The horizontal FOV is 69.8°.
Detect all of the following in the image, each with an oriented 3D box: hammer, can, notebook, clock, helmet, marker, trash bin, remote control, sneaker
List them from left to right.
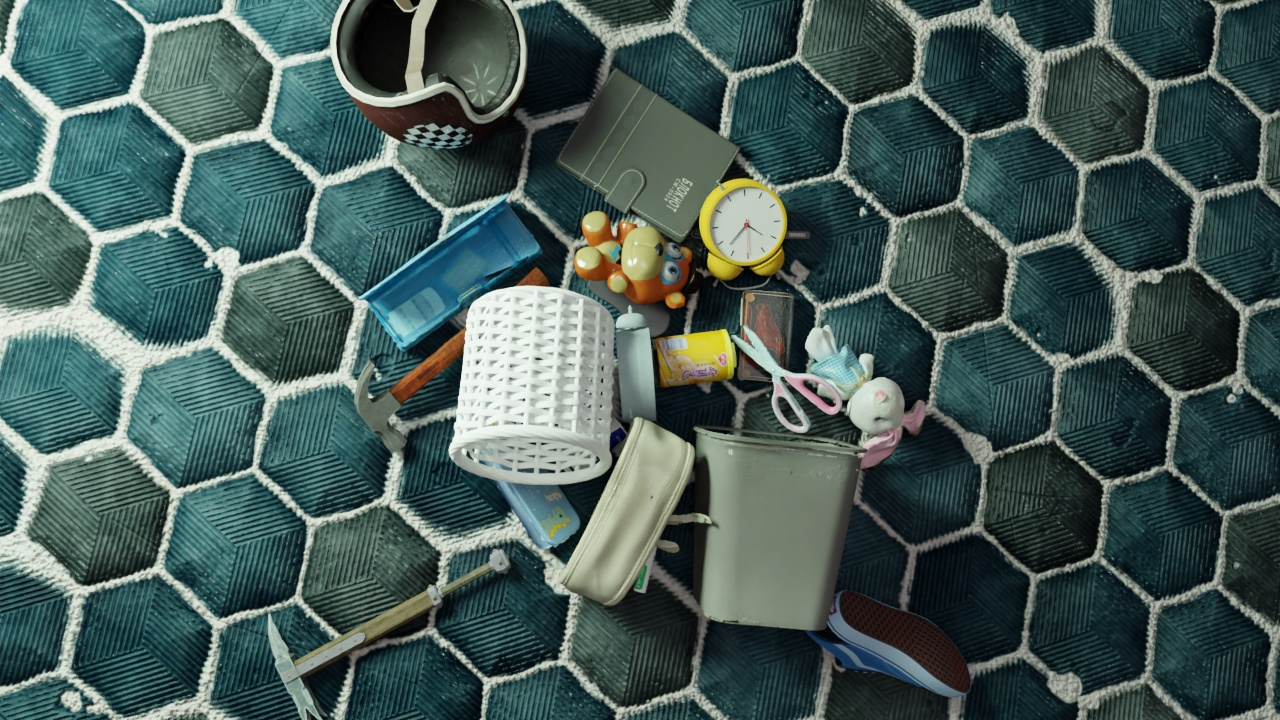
[{"bbox_3d":[-0.311,0.322,1.168,0.316,0.028,0.147,-27,87,-7],"label":"hammer"},{"bbox_3d":[-0.256,-0.388,1.133,0.234,0.253,0.233,-17,79,18],"label":"helmet"},{"bbox_3d":[-0.240,-0.018,1.196,0.300,0.028,0.111,-41,120,-13],"label":"hammer"},{"bbox_3d":[-0.062,0.116,1.207,0.095,0.032,0.032,-39,88,-7],"label":"can"},{"bbox_3d":[-0.014,-0.079,1.243,0.124,0.009,0.046,40,83,1],"label":"remote control"},{"bbox_3d":[-0.007,0.007,1.181,0.045,0.123,0.159,-5,71,-1],"label":"clock"},{"bbox_3d":[0.009,-0.279,1.259,0.209,0.029,0.169,31,82,1],"label":"notebook"},{"bbox_3d":[0.017,0.232,1.208,0.017,0.017,0.145,15,83,-3],"label":"marker"},{"bbox_3d":[0.069,-0.003,1.212,0.105,0.068,0.067,-7,84,-5],"label":"can"},{"bbox_3d":[0.139,-0.170,1.230,0.113,0.052,0.152,-7,107,-5],"label":"clock"},{"bbox_3d":[0.157,0.202,1.142,0.197,0.197,0.220,6,89,-5],"label":"trash bin"},{"bbox_3d":[0.317,0.377,1.201,0.241,0.099,0.083,30,44,-16],"label":"sneaker"}]

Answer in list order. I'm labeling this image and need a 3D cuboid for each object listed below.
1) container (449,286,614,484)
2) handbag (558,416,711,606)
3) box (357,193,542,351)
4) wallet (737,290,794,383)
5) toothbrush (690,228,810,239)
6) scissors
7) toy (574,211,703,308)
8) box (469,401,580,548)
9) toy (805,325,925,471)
[{"bbox_3d":[-0.126,0.035,1.111,0.189,0.190,0.186,4,66,-4],"label":"container"},{"bbox_3d":[-0.005,0.198,1.129,0.132,0.184,0.229,28,81,-6],"label":"handbag"},{"bbox_3d":[-0.245,-0.119,1.179,0.231,0.110,0.094,-36,87,-7],"label":"box"},{"bbox_3d":[0.170,-0.032,1.247,0.072,0.019,0.123,5,84,0],"label":"wallet"},{"bbox_3d":[0.153,-0.174,1.266,0.167,0.013,0.013,0,84,-7],"label":"toothbrush"},{"bbox_3d":[0.174,0.029,1.215,0.179,0.109,0.016,37,41,0],"label":"scissors"},{"bbox_3d":[-0.002,-0.127,1.206,0.176,0.096,0.112,22,57,-23],"label":"toy"},{"bbox_3d":[-0.155,0.145,1.182,0.069,0.064,0.210,-33,88,-9],"label":"box"},{"bbox_3d":[0.297,0.034,1.209,0.131,0.106,0.205,-36,89,-10],"label":"toy"}]
